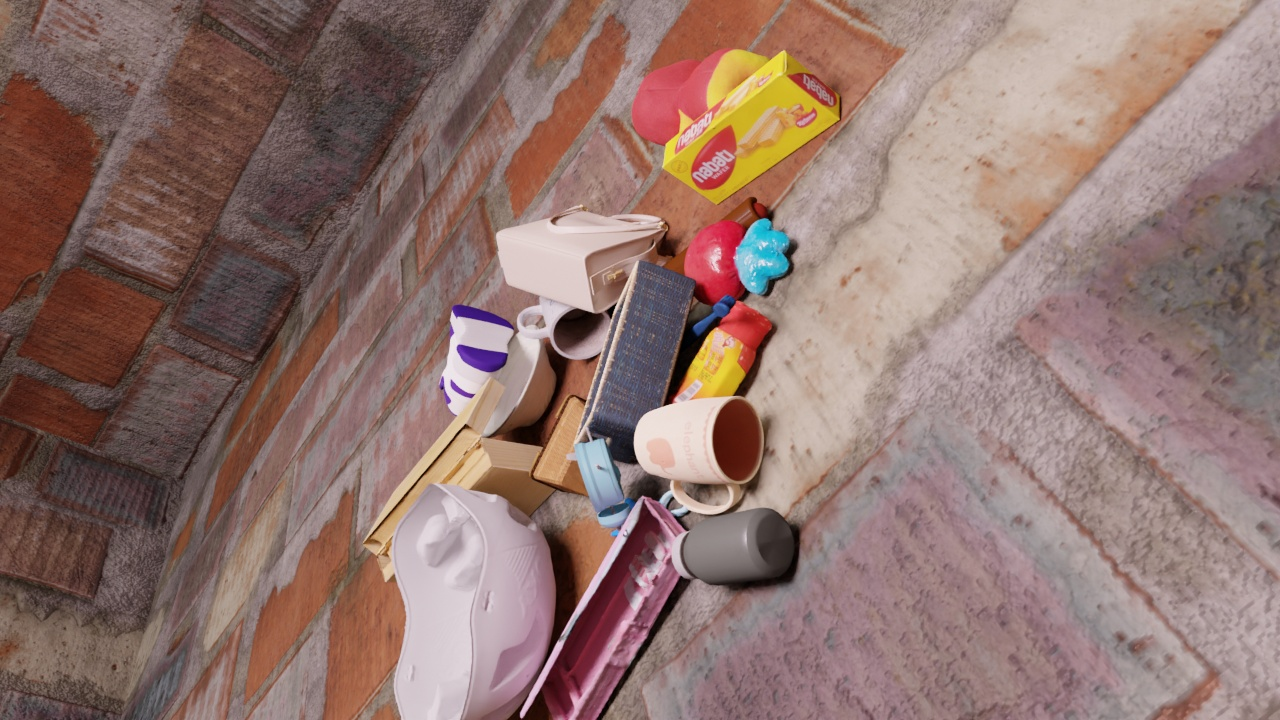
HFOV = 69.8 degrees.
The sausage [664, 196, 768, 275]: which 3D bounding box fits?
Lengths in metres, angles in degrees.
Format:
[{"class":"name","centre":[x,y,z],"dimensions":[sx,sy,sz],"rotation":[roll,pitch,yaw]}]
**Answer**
[{"class":"sausage","centre":[0.087,-0.132,1.060],"dimensions":[0.156,0.040,0.040],"rotation":[-36,38,37]}]

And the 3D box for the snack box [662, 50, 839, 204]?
[{"class":"snack box","centre":[0.123,-0.262,1.057],"dimensions":[0.201,0.092,0.042],"rotation":[-29,42,44]}]

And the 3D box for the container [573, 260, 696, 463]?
[{"class":"container","centre":[-0.006,0.006,1.005],"dimensions":[0.145,0.071,0.187],"rotation":[121,166,-67]}]

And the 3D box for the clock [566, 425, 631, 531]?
[{"class":"clock","centre":[-0.039,0.130,0.945],"dimensions":[0.042,0.123,0.087],"rotation":[-19,40,-1]}]

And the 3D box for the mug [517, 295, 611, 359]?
[{"class":"mug","centre":[-0.105,-0.058,1.224],"dimensions":[0.119,0.083,0.096],"rotation":[-14,35,-6]}]

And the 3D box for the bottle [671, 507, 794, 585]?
[{"class":"bottle","centre":[0.078,0.164,0.799],"dimensions":[0.109,0.060,0.060],"rotation":[-23,47,48]}]

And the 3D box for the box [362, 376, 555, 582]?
[{"class":"box","centre":[-0.239,0.168,1.172],"dimensions":[0.249,0.141,0.179],"rotation":[-47,71,24]}]

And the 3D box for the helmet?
[{"class":"helmet","centre":[-0.189,0.278,0.992],"dimensions":[0.281,0.183,0.225],"rotation":[-87,23,-47]}]

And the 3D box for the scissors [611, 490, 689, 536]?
[{"class":"scissors","centre":[0.010,0.162,0.954],"dimensions":[0.109,0.018,0.131],"rotation":[-58,30,3]}]

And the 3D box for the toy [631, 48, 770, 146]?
[{"class":"toy","centre":[0.071,-0.345,1.213],"dimensions":[0.217,0.098,0.147],"rotation":[9,66,54]}]

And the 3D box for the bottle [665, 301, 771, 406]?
[{"class":"bottle","centre":[0.082,0.005,0.939],"dimensions":[0.134,0.048,0.071],"rotation":[-59,25,5]}]

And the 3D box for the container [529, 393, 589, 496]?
[{"class":"container","centre":[-0.073,0.106,1.089],"dimensions":[0.061,0.063,0.114],"rotation":[20,83,53]}]

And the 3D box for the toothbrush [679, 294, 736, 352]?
[{"class":"toothbrush","centre":[0.065,-0.036,0.964],"dimensions":[0.017,0.016,0.190],"rotation":[-49,1,-17]}]

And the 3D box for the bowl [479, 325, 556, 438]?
[{"class":"bowl","centre":[-0.164,0.041,1.280],"dimensions":[0.177,0.057,0.176],"rotation":[-44,30,33]}]

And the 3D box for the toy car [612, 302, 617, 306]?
[{"class":"toy car","centre":[-0.040,-0.110,1.240],"dimensions":[0.036,0.042,0.091],"rotation":[-26,39,8]}]

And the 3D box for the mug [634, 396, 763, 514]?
[{"class":"mug","centre":[0.054,0.091,0.872],"dimensions":[0.104,0.085,0.111],"rotation":[-5,101,41]}]

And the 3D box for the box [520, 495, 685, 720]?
[{"class":"box","centre":[-0.046,0.245,0.893],"dimensions":[0.233,0.080,0.099],"rotation":[-60,31,10]}]

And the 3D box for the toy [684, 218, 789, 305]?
[{"class":"toy","centre":[0.104,-0.108,0.994],"dimensions":[0.133,0.062,0.092],"rotation":[-5,87,36]}]

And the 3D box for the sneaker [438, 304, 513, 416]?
[{"class":"sneaker","centre":[-0.239,0.004,1.305],"dimensions":[0.244,0.091,0.111],"rotation":[-113,42,-66]}]

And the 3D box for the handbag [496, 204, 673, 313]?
[{"class":"handbag","centre":[-0.052,-0.149,1.183],"dimensions":[0.197,0.101,0.195],"rotation":[-31,35,-34]}]
